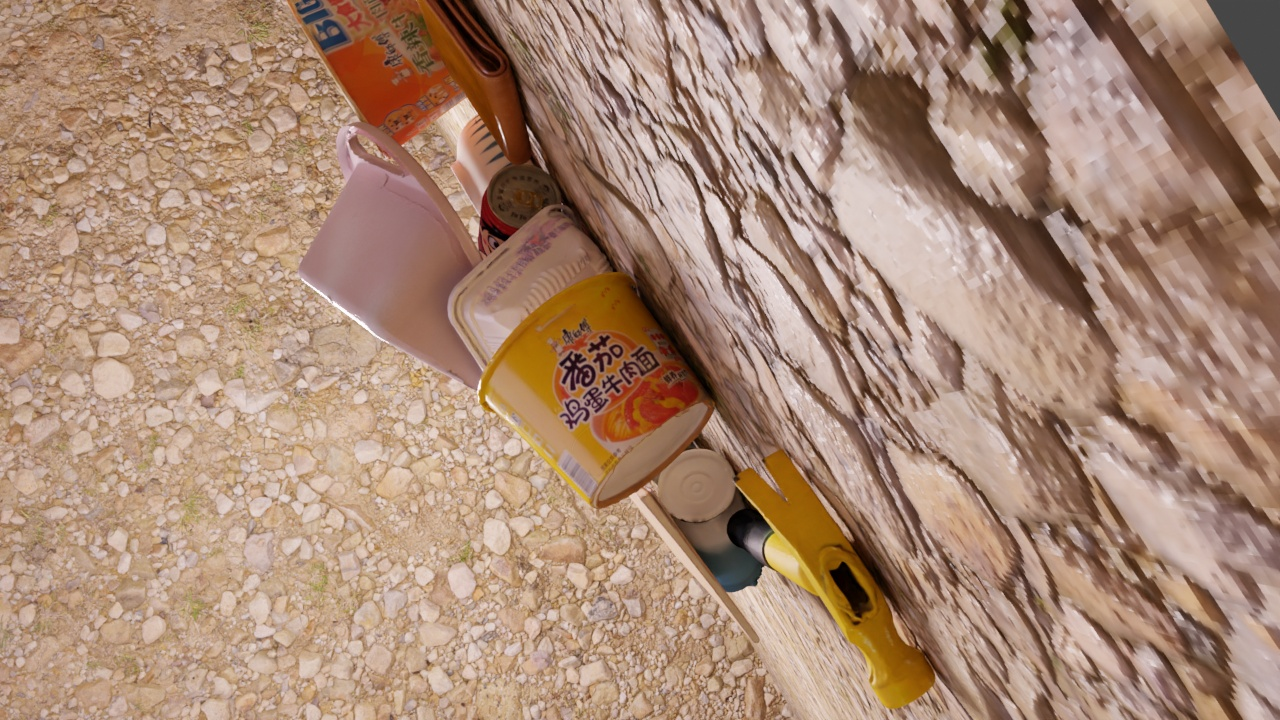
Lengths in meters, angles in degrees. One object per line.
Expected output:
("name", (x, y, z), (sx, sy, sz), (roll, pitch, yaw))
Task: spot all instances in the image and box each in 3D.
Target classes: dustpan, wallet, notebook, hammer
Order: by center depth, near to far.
("hammer", (0.090, 0.118, 0.573), (0.129, 0.033, 0.301), (59, 175, 4))
("wallet", (-0.125, -0.217, 0.674), (0.119, 0.035, 0.131), (58, 174, 11))
("notebook", (0.024, 0.147, 0.783), (0.149, 0.012, 0.211), (53, 172, -11))
("dustpan", (-0.171, -0.071, 0.799), (0.223, 0.138, 0.273), (28, 175, 41))

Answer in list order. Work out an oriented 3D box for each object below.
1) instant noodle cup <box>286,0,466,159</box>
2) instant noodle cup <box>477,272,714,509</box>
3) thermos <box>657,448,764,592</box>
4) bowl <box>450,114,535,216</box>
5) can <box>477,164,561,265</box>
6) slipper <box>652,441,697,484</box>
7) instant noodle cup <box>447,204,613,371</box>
("instant noodle cup", (-0.210, -0.265, 0.782), (0.151, 0.111, 0.151), (58, 175, 7))
("instant noodle cup", (-0.023, 0.025, 0.626), (0.110, 0.138, 0.138), (48, 172, 18))
("thermos", (0.066, 0.151, 0.816), (0.070, 0.070, 0.221), (56, 174, 32))
("bowl", (-0.135, -0.173, 0.863), (0.116, 0.066, 0.116), (59, 175, 7))
("can", (-0.103, -0.117, 0.781), (0.066, 0.066, 0.094), (58, 159, 11))
("slipper", (-0.013, 0.070, 0.921), (0.104, 0.074, 0.245), (30, -168, -39))
("instant noodle cup", (-0.059, -0.021, 0.737), (0.060, 0.137, 0.173), (20, 148, 44))
